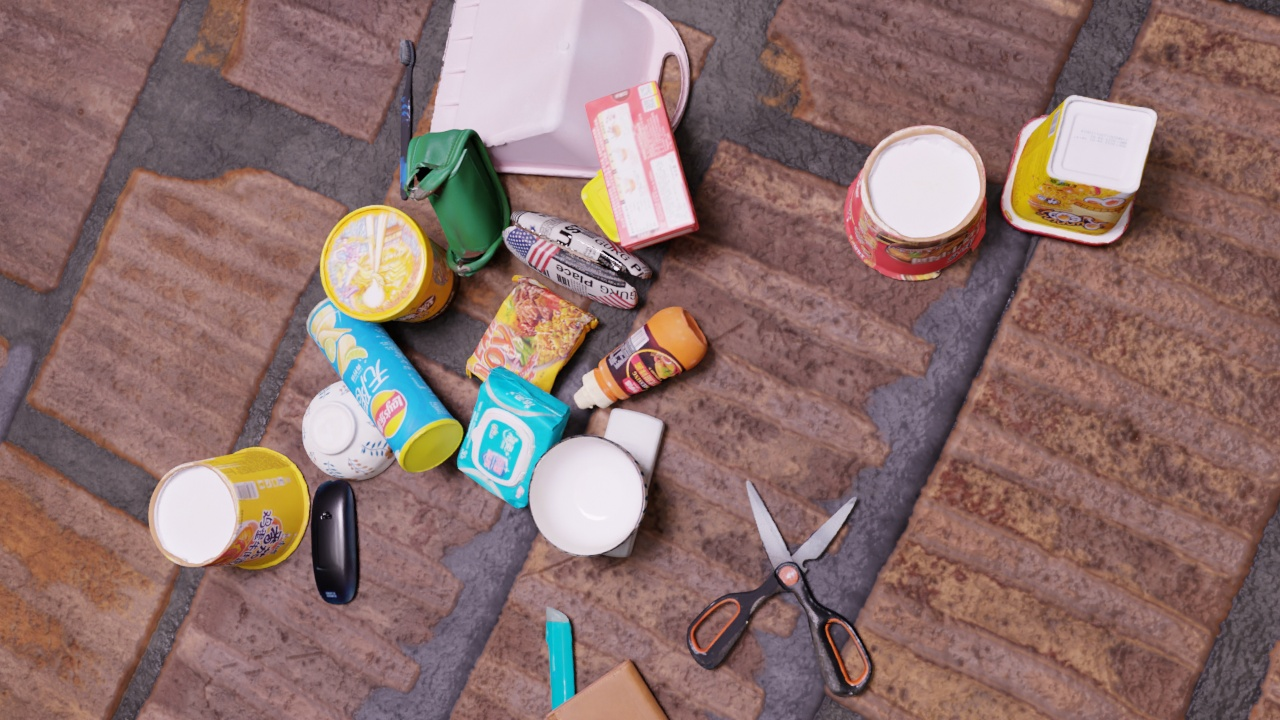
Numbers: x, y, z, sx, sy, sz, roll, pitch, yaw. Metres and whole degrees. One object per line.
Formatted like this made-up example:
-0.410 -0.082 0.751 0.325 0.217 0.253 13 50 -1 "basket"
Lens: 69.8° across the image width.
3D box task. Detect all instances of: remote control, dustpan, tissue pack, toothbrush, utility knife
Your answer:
-0.339 0.200 1.011 0.053 0.024 0.136 -7 83 13 "remote control"
-0.092 -0.302 1.016 0.274 0.138 0.222 10 87 41 "dustpan"
-0.130 0.077 0.938 0.093 0.050 0.134 30 122 13 "tissue pack"
-0.270 -0.277 1.049 0.014 0.016 0.189 -1 85 20 "toothbrush"
-0.020 0.126 0.948 0.058 0.021 0.150 15 87 14 "remote control"
-0.081 0.337 0.946 0.029 0.013 0.166 -4 86 14 "utility knife"

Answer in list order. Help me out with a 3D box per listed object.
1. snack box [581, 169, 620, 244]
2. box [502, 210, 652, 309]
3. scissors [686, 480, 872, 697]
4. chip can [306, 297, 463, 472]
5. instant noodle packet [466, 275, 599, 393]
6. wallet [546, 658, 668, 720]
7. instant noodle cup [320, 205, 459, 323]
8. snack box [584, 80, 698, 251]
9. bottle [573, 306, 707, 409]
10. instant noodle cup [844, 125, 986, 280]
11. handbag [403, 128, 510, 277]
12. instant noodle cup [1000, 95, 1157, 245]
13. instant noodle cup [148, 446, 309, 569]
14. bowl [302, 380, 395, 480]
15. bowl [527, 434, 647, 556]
-0.003 -0.166 0.944 0.091 0.080 0.082 -36 79 7 "snack box"
-0.074 -0.099 0.963 0.163 0.075 0.082 28 101 11 "box"
0.145 0.232 0.900 0.234 0.021 0.221 -43 78 6 "scissors"
-0.272 0.020 0.964 0.071 0.071 0.210 -46 63 4 "chip can"
-0.121 -0.016 0.975 0.111 0.044 0.128 32 92 18 "instant noodle packet"
-0.019 0.383 0.915 0.108 0.031 0.132 -35 79 1 "wallet"
-0.258 -0.093 0.976 0.118 0.114 0.118 -1 84 12 "instant noodle cup"
0.001 -0.189 0.891 0.075 0.025 0.153 -17 80 11 "snack box"
-0.006 0.005 0.941 0.150 0.066 0.066 -33 78 15 "bottle"
0.262 -0.154 0.870 0.138 0.108 0.138 -1 83 13 "instant noodle cup"
-0.194 -0.168 0.955 0.068 0.131 0.120 -5 43 15 "handbag"
0.402 -0.177 0.832 0.116 0.123 0.116 15 87 13 "instant noodle cup"
-0.450 0.164 0.996 0.138 0.109 0.138 -1 85 13 "instant noodle cup"
-0.322 0.075 1.001 0.113 0.062 0.113 -1 85 11 "bowl"
-0.047 0.132 0.907 0.116 0.066 0.116 -1 84 12 "bowl"
